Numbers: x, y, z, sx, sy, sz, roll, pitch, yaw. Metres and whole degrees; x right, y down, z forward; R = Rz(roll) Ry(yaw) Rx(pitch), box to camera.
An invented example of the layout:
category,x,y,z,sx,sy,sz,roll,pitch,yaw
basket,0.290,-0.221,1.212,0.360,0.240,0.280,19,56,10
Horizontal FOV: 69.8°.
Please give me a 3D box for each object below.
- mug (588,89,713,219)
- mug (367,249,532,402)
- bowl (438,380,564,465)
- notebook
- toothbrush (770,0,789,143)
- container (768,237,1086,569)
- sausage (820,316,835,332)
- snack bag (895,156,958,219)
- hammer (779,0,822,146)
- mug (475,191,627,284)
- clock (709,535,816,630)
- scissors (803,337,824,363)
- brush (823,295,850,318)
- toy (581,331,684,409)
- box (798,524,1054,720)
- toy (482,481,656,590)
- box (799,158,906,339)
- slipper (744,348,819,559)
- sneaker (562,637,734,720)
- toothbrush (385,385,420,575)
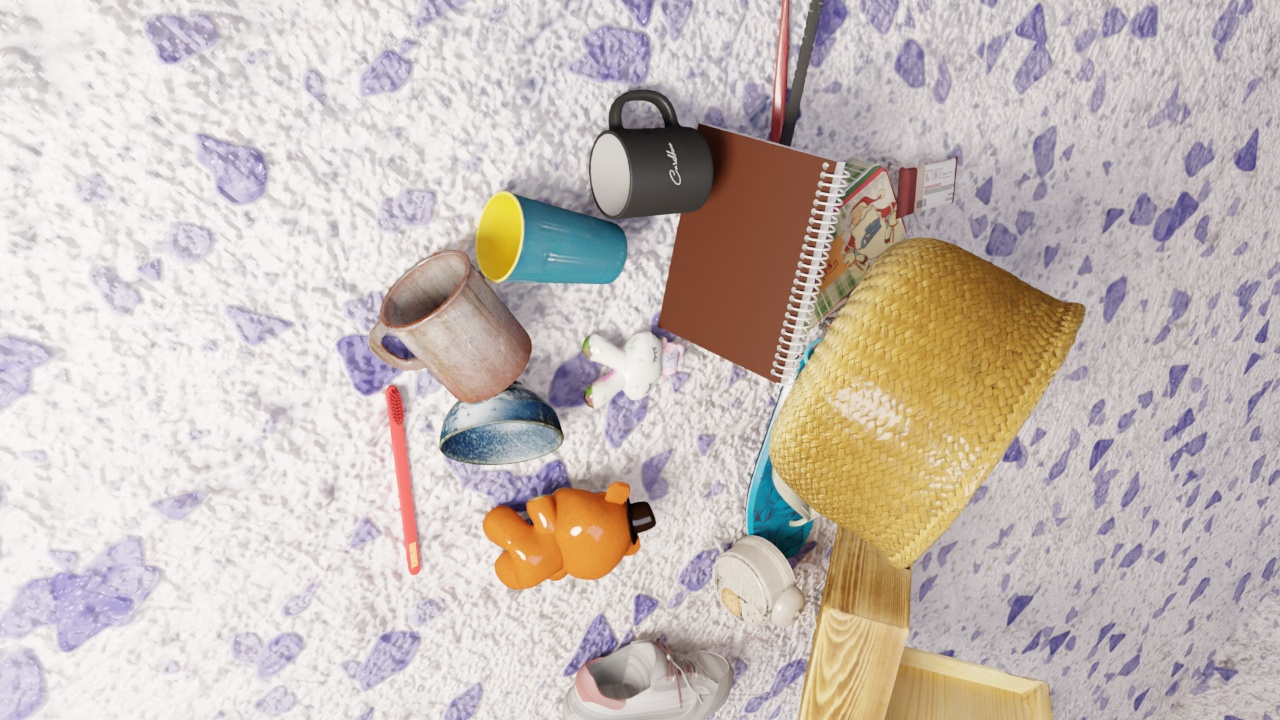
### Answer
category,x,y,z,sx,sy,sz,roll,pitch,yaw
mug,0.007,-0.188,0.834,0.087,0.078,0.113,-10,92,-29
mug,-0.171,-0.021,0.795,0.123,0.096,0.110,-23,126,16
bowl,-0.130,0.052,0.858,0.114,0.060,0.114,-5,157,-2
notebook,0.101,-0.102,0.871,0.022,0.172,0.209,-10,119,-45
toothbrush,0.141,-0.301,0.895,0.016,0.016,0.190,-13,120,-25
container,0.272,0.027,0.929,0.306,0.196,0.307,-52,168,-16
sausage,0.277,-0.053,1.109,0.155,0.020,0.020,-12,119,-28
snack bag,0.326,-0.198,1.042,0.157,0.013,0.057,-21,118,-46
hammer,0.149,-0.283,0.884,0.095,0.015,0.325,7,112,-8
mug,-0.076,-0.103,0.821,0.121,0.078,0.078,3,111,-40
clock,0.146,0.279,1.104,0.061,0.157,0.103,-20,123,-36
scissors,0.252,-0.002,1.097,0.141,0.015,0.076,-19,103,-25
brush,0.275,-0.076,1.082,0.135,0.015,0.050,-22,168,-32
toy,-0.006,0.006,0.941,0.122,0.038,0.079,-12,112,-31
box,0.376,0.384,1.136,0.278,0.336,0.287,-54,155,-63
toy,-0.071,0.183,0.954,0.176,0.096,0.112,-7,120,1
box,0.199,-0.116,1.007,0.205,0.051,0.118,-40,128,-9
slipper,0.197,0.129,1.122,0.118,0.060,0.295,-1,112,-28
sneaker,0.024,0.383,1.114,0.235,0.099,0.090,-2,128,-31
toothbrush,-0.222,0.121,0.869,0.012,0.018,0.213,-14,120,-27
